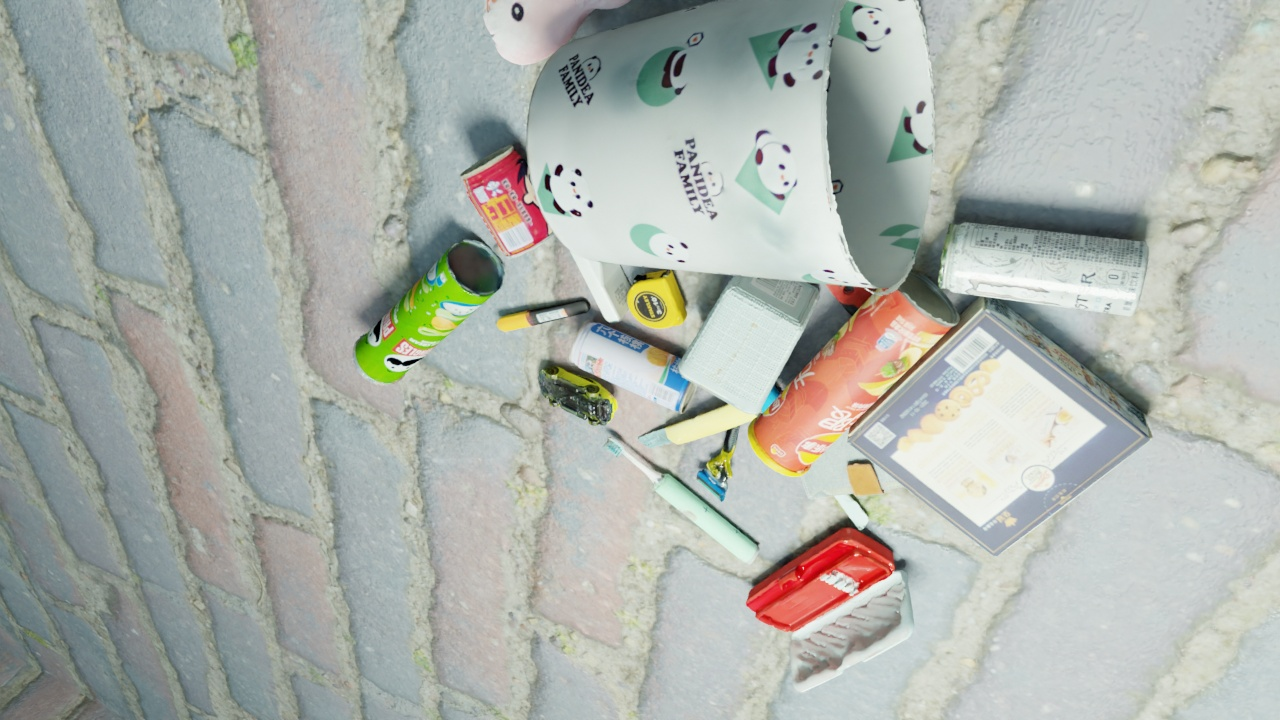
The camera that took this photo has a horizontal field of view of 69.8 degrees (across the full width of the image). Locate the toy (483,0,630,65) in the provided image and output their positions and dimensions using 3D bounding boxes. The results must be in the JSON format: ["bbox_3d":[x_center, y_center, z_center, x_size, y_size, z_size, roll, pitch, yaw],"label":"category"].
[{"bbox_3d":[-0.068,-0.310,0.745,0.160,0.054,0.121,-12,80,33],"label":"toy"}]

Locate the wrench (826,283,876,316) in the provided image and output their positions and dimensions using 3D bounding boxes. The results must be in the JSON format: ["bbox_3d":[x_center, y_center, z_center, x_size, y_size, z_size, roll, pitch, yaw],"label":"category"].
[{"bbox_3d":[0.270,0.017,0.852,0.273,0.016,0.056,47,127,-11],"label":"wrench"}]

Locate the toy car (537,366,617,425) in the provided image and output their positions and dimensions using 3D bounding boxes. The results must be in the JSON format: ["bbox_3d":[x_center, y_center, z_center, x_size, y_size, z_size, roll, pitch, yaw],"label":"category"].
[{"bbox_3d":[-0.072,0.037,1.046,0.105,0.032,0.048,21,133,29],"label":"toy car"}]

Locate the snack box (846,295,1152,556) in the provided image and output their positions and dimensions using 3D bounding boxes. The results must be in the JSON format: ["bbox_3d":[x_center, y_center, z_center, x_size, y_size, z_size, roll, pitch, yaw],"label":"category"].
[{"bbox_3d":[0.313,0.061,0.820,0.182,0.045,0.178,38,122,-2],"label":"snack box"}]

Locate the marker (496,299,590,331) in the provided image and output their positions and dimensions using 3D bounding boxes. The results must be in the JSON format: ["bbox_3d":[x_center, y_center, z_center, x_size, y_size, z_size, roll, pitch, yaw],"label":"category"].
[{"bbox_3d":[-0.107,-0.050,1.012,0.124,0.015,0.018,-10,120,31],"label":"marker"}]

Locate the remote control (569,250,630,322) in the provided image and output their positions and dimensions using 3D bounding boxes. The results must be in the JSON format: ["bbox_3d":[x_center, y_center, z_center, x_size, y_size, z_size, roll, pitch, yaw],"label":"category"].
[{"bbox_3d":[-0.043,-0.101,0.914,0.024,0.048,0.125,-11,118,31],"label":"remote control"}]

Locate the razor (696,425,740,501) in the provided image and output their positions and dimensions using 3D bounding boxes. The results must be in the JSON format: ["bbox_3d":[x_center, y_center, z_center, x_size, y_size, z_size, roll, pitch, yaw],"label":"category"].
[{"bbox_3d":[0.096,0.088,1.000,0.043,0.022,0.143,37,132,30],"label":"razor"}]

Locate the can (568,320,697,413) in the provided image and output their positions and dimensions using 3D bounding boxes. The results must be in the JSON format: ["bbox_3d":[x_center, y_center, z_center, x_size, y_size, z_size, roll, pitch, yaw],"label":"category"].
[{"bbox_3d":[-0.006,0.006,0.970,0.134,0.053,0.053,24,132,11],"label":"can"}]

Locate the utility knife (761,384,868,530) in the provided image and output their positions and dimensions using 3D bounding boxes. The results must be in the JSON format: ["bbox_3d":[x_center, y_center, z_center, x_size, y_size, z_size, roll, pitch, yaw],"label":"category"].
[{"bbox_3d":[0.171,0.093,0.962,0.034,0.018,0.234,-31,106,27],"label":"utility knife"}]

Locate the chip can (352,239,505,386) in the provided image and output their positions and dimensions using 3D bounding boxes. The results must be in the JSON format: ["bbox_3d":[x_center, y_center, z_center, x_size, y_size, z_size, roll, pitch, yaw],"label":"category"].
[{"bbox_3d":[-0.247,-0.051,1.050,0.072,0.072,0.237,47,131,-10],"label":"chip can"}]

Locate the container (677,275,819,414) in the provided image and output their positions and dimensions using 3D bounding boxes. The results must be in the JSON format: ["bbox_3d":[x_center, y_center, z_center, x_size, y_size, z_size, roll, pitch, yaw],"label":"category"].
[{"bbox_3d":[0.105,-0.028,0.862,0.090,0.089,0.112,31,130,5],"label":"container"}]

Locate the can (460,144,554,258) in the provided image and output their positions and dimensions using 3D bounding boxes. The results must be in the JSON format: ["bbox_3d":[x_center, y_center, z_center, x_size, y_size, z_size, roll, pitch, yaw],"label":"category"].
[{"bbox_3d":[-0.128,-0.157,0.906,0.067,0.066,0.094,-15,116,36],"label":"can"}]

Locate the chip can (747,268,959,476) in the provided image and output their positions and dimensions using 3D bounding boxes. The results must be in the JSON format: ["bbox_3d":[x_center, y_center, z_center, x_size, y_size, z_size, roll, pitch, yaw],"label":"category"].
[{"bbox_3d":[0.187,0.015,0.827,0.073,0.073,0.217,38,123,-1],"label":"chip can"}]

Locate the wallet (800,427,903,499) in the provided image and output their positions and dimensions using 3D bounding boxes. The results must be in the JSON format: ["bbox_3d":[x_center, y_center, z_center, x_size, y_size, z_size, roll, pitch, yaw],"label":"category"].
[{"bbox_3d":[0.217,0.092,0.915,0.130,0.036,0.106,-10,116,24],"label":"wallet"}]

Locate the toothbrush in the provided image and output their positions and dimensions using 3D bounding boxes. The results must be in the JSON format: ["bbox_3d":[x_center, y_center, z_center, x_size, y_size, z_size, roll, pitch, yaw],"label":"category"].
[{"bbox_3d":[0.048,0.162,1.076,0.224,0.027,0.027,39,139,-3],"label":"toothbrush"}]

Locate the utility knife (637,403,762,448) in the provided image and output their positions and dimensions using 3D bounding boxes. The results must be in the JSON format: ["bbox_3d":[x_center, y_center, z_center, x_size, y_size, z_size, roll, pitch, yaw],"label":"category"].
[{"bbox_3d":[0.061,0.072,0.995,0.202,0.021,0.031,-26,100,43],"label":"utility knife"}]

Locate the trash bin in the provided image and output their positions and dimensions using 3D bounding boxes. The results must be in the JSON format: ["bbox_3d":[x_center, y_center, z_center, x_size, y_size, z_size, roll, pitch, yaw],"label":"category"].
[{"bbox_3d":[0.067,-0.167,0.697,0.252,0.228,0.230,5,126,33],"label":"trash bin"}]

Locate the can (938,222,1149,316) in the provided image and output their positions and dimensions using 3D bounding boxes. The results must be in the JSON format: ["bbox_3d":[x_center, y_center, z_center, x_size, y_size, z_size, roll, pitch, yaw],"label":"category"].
[{"bbox_3d":[0.317,-0.074,0.728,0.147,0.058,0.058,10,128,22],"label":"can"}]

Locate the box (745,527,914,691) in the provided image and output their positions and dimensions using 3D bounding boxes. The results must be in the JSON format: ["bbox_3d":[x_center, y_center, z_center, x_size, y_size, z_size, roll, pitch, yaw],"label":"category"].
[{"bbox_3d":[0.208,0.285,1.032,0.110,0.099,0.202,31,134,-11],"label":"box"}]

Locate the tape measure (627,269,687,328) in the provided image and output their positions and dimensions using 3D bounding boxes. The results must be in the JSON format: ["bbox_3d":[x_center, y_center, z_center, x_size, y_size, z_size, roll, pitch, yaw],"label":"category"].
[{"bbox_3d":[0.017,-0.062,0.924,0.057,0.028,0.060,-6,120,31],"label":"tape measure"}]
